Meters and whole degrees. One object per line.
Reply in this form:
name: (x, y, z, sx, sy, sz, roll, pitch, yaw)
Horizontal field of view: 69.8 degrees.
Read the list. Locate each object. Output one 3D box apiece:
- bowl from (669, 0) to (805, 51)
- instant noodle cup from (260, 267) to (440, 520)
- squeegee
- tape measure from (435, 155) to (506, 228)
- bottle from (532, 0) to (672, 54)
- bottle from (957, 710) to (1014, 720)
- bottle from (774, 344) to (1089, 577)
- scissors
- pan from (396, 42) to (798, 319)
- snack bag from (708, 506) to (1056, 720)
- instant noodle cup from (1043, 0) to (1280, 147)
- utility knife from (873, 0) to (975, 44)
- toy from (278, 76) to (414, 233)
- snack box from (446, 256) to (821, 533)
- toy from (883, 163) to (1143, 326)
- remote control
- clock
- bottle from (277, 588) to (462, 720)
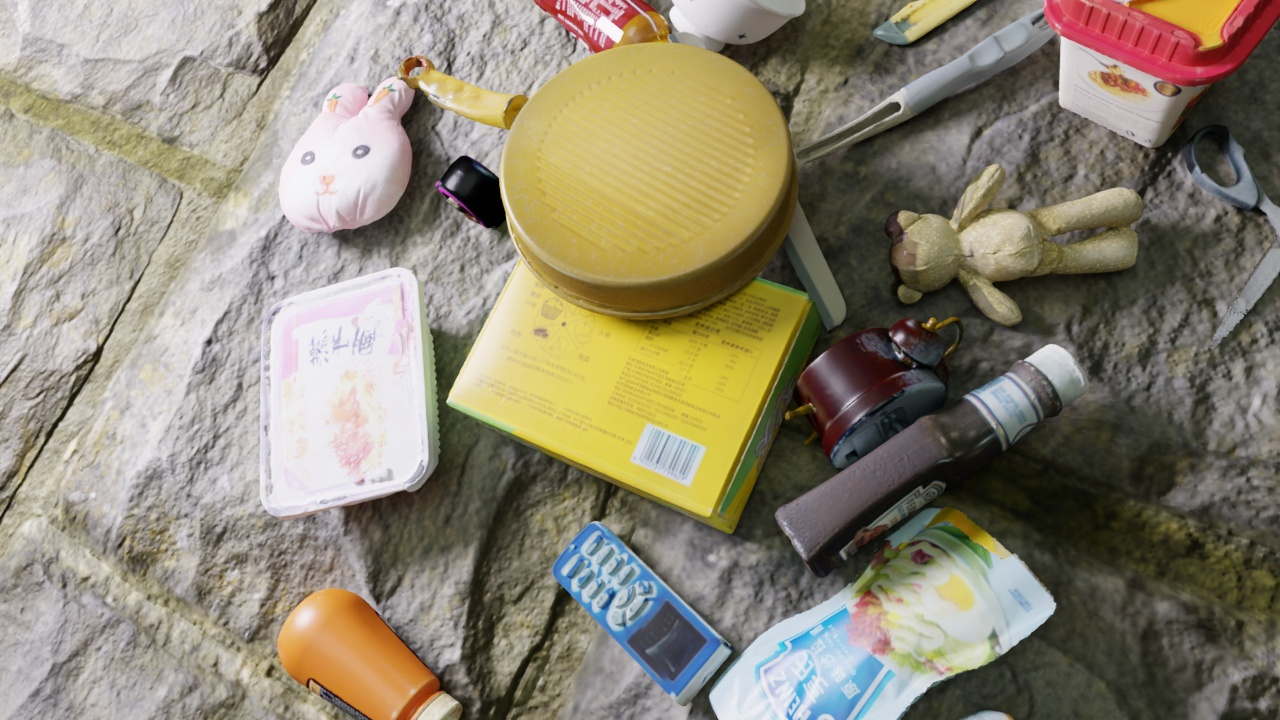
bowl: (0.059, -0.278, 0.701, 0.065, 0.118, 0.118, -48, 58, 38)
instant noodle cup: (-0.210, 0.029, 0.688, 0.138, 0.060, 0.173, -14, 66, 13)
squeegee: (0.183, -0.182, 0.650, 0.247, 0.039, 0.246, -28, 79, 5)
tape measure: (-0.130, -0.130, 0.721, 0.057, 0.058, 0.039, 36, 85, 22)
bottle: (-0.026, -0.275, 0.738, 0.057, 0.057, 0.175, -42, 65, -1)
bottle: (0.128, 0.257, 0.495, 0.189, 0.068, 0.068, -29, 65, 6)
bottle: (0.173, 0.058, 0.546, 0.195, 0.080, 0.044, -34, 63, 2)
scissors: (0.403, -0.078, 0.560, 0.159, 0.014, 0.179, -24, 68, 10)
pan: (-0.056, -0.157, 0.647, 0.357, 0.078, 0.197, 34, 75, 20)
snack bag: (0.131, 0.166, 0.527, 0.191, 0.039, 0.110, -38, 38, -1)
instant noodle cup: (0.321, -0.206, 0.568, 0.116, 0.124, 0.116, 37, 86, 25)
utility knife: (0.271, -0.297, 0.680, 0.216, 0.022, 0.031, -32, 71, 0)
toy: (-0.245, -0.179, 0.780, 0.121, 0.054, 0.159, -4, 62, 16)
snack box: (-0.004, 0.004, 0.626, 0.210, 0.070, 0.157, 20, 78, 23)
toy: (0.238, -0.077, 0.589, 0.157, 0.066, 0.105, -7, 112, 11)
remote control: (-0.001, 0.161, 0.595, 0.125, 0.024, 0.049, 40, 86, 26)
clock: (0.151, 0.016, 0.567, 0.122, 0.082, 0.055, -35, 59, 6)
bottle: (-0.172, 0.215, 0.612, 0.149, 0.067, 0.066, 32, 83, 17)
